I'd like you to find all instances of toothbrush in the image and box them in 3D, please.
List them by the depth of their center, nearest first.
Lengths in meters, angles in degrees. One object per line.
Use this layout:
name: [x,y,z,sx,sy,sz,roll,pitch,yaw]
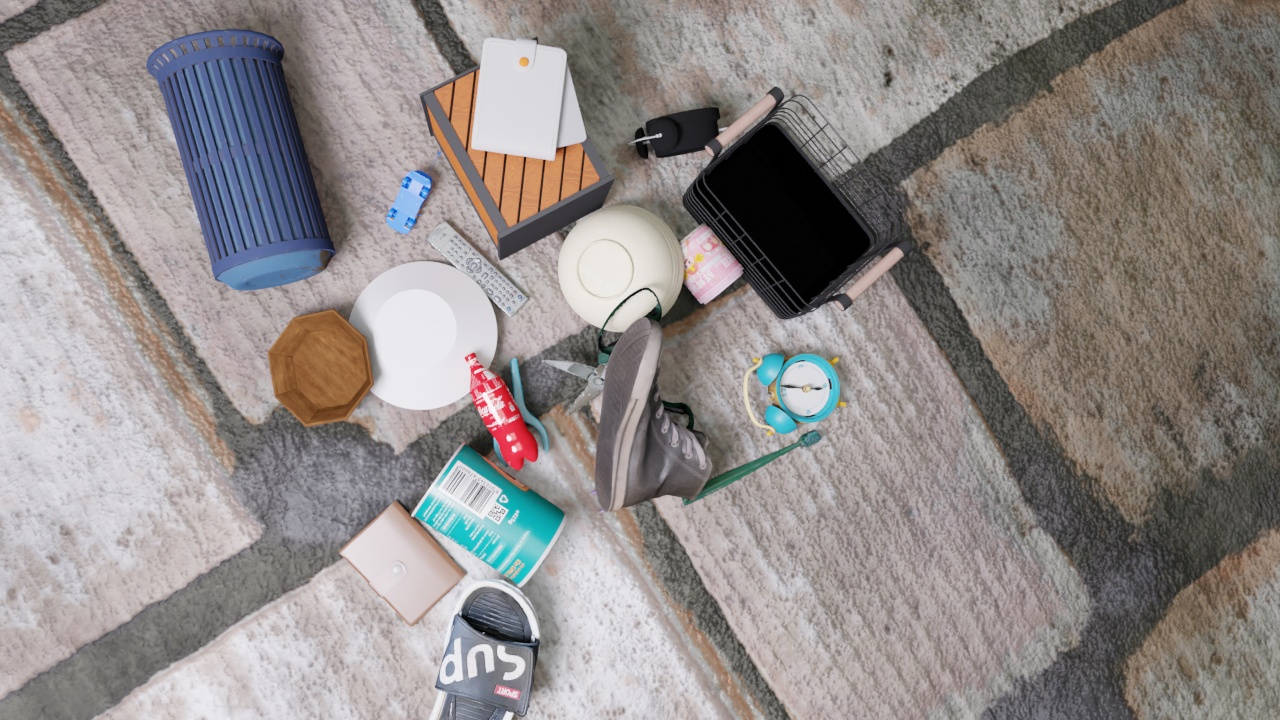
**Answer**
toothbrush: [0.136,0.130,1.117,0.189,0.017,0.016,-25,91,-9]

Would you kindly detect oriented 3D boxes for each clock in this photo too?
clock: [0.041,-0.267,1.089,0.120,0.091,0.042,-14,99,-22]
clock: [0.187,0.037,1.118,0.129,0.044,0.099,-9,88,-16]

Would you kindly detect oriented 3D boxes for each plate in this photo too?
plate: [-0.355,0.009,1.033,0.131,0.025,0.131,0,90,13]
plate: [-0.254,-0.032,1.048,0.174,0.036,0.174,0,84,-1]

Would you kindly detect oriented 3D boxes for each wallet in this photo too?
wallet: [-0.110,-0.270,0.951,0.115,0.037,0.118,7,89,-8]
wallet: [-0.273,0.234,1.055,0.087,0.013,0.121,-43,93,-8]

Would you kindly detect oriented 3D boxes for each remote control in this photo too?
remote control: [-0.193,-0.108,1.084,0.136,0.013,0.033,43,82,-4]

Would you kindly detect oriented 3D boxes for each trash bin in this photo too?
trash bin: [-0.426,-0.209,0.997,0.139,0.139,0.249,-16,91,-9]
trash bin: [-0.139,-0.232,1.035,0.139,0.140,0.172,-29,91,-9]

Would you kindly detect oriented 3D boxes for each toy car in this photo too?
toy car: [-0.262,-0.200,1.082,0.033,0.061,0.092,29,113,-7]

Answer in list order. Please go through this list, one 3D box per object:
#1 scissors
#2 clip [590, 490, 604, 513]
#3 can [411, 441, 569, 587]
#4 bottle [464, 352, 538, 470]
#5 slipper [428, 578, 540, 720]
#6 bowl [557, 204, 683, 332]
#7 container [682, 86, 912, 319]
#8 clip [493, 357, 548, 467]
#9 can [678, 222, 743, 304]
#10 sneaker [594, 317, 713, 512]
scissors: [-0.006,0.006,1.057,0.201,0.015,0.206,19,122,-14]
clip: [-0.032,0.161,1.094,0.050,0.013,0.029,-21,90,-12]
can: [-0.167,0.172,1.030,0.144,0.099,0.099,35,83,-5]
bottle: [-0.161,0.056,1.039,0.042,0.042,0.141,-28,94,-9]
slipper: [-0.180,0.373,1.013,0.111,0.063,0.264,19,100,-5]
bowl: [-0.031,-0.104,1.049,0.151,0.075,0.151,2,97,14]
container: [0.181,-0.177,1.082,0.162,0.130,0.241,-41,93,-8]
clip: [-0.167,0.071,1.074,0.120,0.030,0.130,-35,92,-4]
can: [0.076,-0.115,1.096,0.067,0.067,0.076,-40,92,-8]
sneaker: [0.023,0.062,1.035,0.119,0.095,0.235,-1,110,-19]
